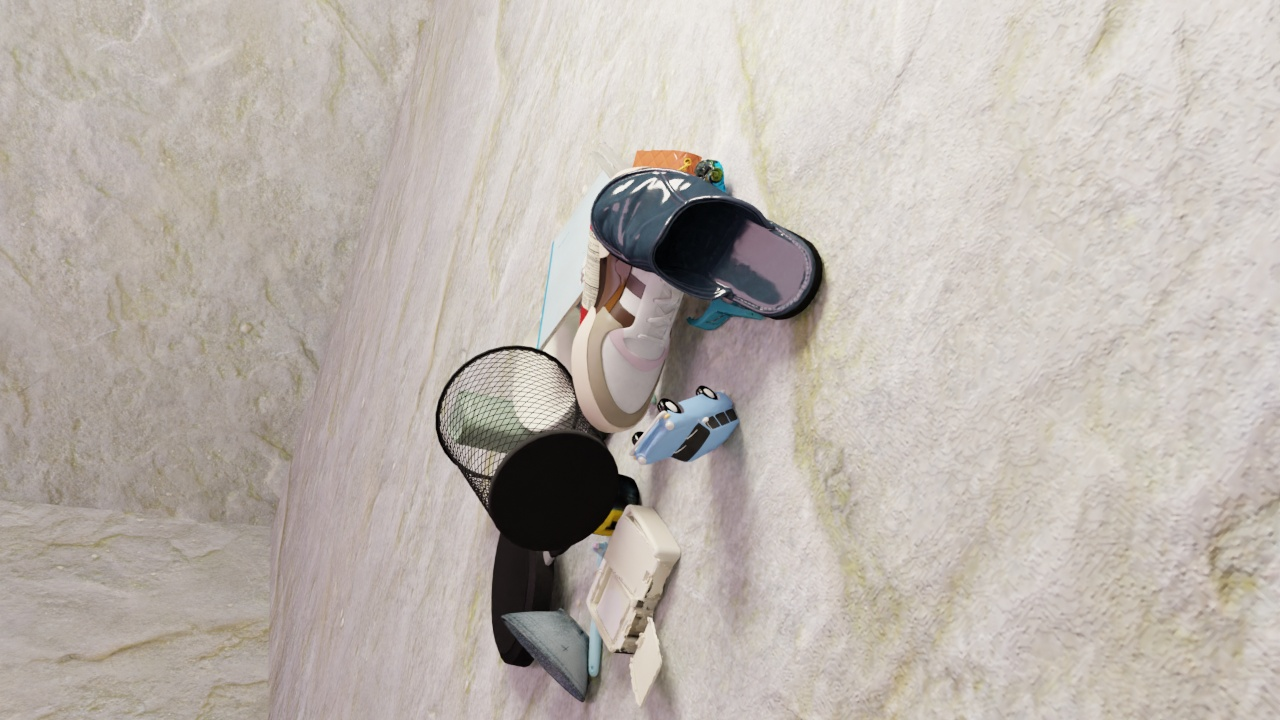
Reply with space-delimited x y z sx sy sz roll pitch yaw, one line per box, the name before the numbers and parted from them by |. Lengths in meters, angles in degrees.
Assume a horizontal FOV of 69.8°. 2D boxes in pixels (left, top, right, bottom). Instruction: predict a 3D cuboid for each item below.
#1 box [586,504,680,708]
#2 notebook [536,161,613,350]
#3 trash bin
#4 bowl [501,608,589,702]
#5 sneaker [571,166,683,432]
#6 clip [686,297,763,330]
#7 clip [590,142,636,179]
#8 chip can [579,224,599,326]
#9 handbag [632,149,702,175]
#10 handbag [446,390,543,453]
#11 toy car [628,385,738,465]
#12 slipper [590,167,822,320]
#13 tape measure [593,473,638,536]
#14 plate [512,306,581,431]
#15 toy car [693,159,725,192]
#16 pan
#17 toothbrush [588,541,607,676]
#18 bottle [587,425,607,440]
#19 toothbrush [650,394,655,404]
box | -0.001 0.255 0.968 0.184 0.044 0.144 47 121 57
notebook | -0.089 -0.148 1.266 0.182 0.009 0.252 -50 25 36
trash bin | -0.127 0.105 1.062 0.210 0.184 0.184 44 118 60
bowl | -0.097 0.332 1.082 0.057 0.137 0.137 -43 19 -21
sneaker | 0.014 -0.062 0.982 0.117 0.111 0.293 7 86 51
clip | 0.084 -0.047 0.954 0.130 0.030 0.120 38 108 61
clip | -0.009 -0.246 1.177 0.059 0.102 0.052 -41 6 -17
chip can | -0.045 -0.071 1.093 0.051 0.051 0.215 -125 37 -55
handbag | 0.012 -0.165 1.104 0.109 0.060 0.172 21 98 58
handbag | -0.214 0.094 1.354 0.106 0.121 0.067 42 114 62
toy car | 0.045 0.065 0.873 0.055 0.153 0.056 44 114 17
slipper | 0.044 -0.123 0.878 0.266 0.083 0.109 30 99 33
tape measure | -0.032 0.167 1.066 0.072 0.042 0.071 -28 47 61
plate | -0.113 0.012 1.266 0.183 0.034 0.182 -25 56 44
toy car | 0.073 -0.168 1.014 0.048 0.032 0.105 10 93 62
pan | -0.137 0.265 1.188 0.358 0.034 0.225 128 144 -53
toothbrush | -0.051 0.290 1.079 0.022 0.016 0.154 -5 69 19
bottle | -0.042 0.063 1.144 0.106 0.025 0.025 -65 30 24
toothbrush | -0.007 0.006 1.110 0.022 0.017 0.135 -64 31 31
